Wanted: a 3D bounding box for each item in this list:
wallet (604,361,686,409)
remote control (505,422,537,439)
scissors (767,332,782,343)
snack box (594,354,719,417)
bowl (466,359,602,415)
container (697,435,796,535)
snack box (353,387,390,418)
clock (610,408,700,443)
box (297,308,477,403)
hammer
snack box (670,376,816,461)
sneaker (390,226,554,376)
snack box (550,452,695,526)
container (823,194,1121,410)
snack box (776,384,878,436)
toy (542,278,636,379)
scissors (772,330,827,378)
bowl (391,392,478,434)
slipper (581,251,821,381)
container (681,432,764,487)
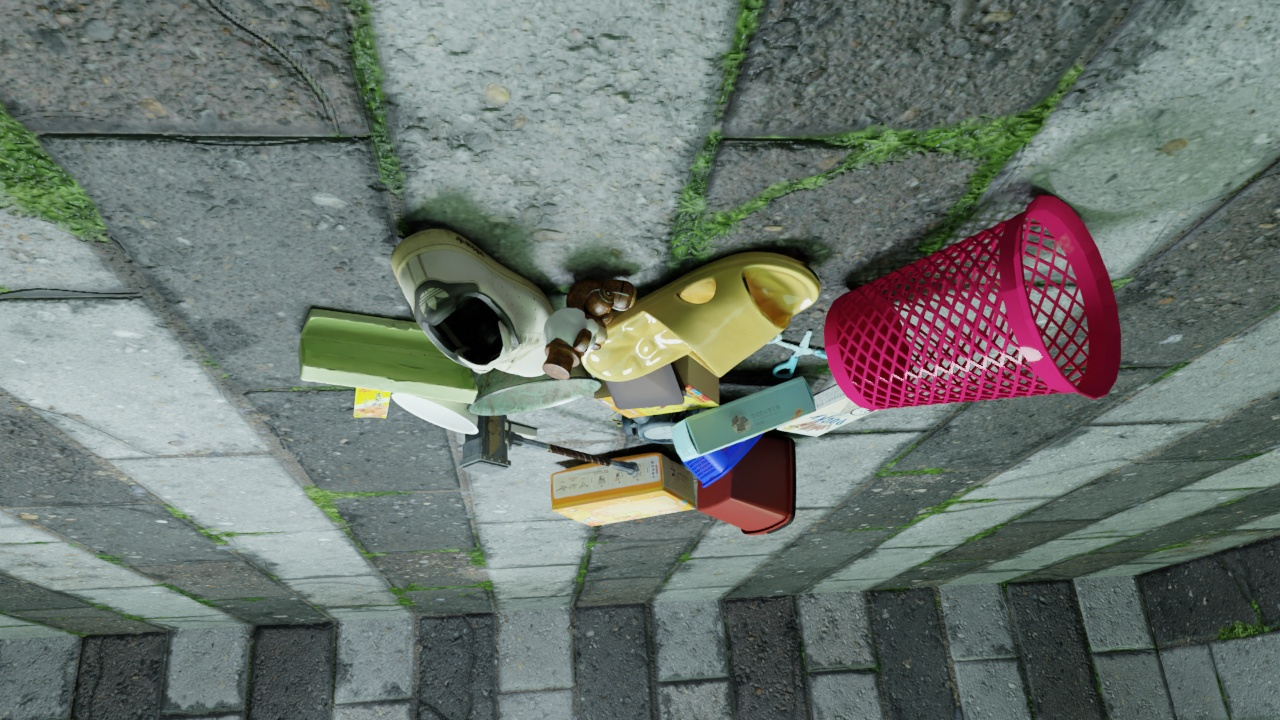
[{"bbox_3d":[-0.006,0.006,1.034,0.092,0.018,0.116,-6,129,23],"label":"wallet"},{"bbox_3d":[-0.198,0.097,1.282,0.038,0.018,0.125,-21,154,35],"label":"remote control"},{"bbox_3d":[0.089,-0.034,1.032,0.168,0.023,0.171,1,160,0],"label":"scissors"},{"bbox_3d":[0.020,0.032,1.119,0.126,0.040,0.088,-9,158,27],"label":"snack box"},{"bbox_3d":[-0.125,0.025,1.065,0.157,0.038,0.157,-12,168,-3],"label":"bowl"},{"bbox_3d":[0.192,0.195,1.421,0.200,0.147,0.127,20,150,-28],"label":"container"},{"bbox_3d":[-0.316,0.031,1.086,0.040,0.028,0.148,3,156,-18],"label":"snack box"},{"bbox_3d":[0.023,0.075,1.228,0.129,0.052,0.090,6,155,-14],"label":"clock"},{"bbox_3d":[-0.267,-0.004,0.986,0.187,0.089,0.078,7,-174,-27],"label":"box"},{"bbox_3d":[-0.109,0.123,1.255,0.044,0.098,0.321,-22,152,36],"label":"hammer"},{"bbox_3d":[0.130,0.075,1.167,0.174,0.053,0.075,-19,172,-17],"label":"snack box"},{"bbox_3d":[-0.135,-0.028,0.859,0.089,0.102,0.241,-33,147,9],"label":"sneaker"},{"bbox_3d":[-0.027,0.205,1.489,0.196,0.080,0.145,-13,156,20],"label":"snack box"},{"bbox_3d":[0.305,-0.033,0.884,0.183,0.183,0.226,15,158,-39],"label":"container"},{"bbox_3d":[0.268,0.069,1.288,0.081,0.026,0.150,10,152,-32],"label":"snack box"},{"bbox_3d":[-0.057,-0.032,0.888,0.067,0.112,0.087,31,149,-20],"label":"toy"},{"bbox_3d":[0.197,-0.004,1.126,0.136,0.015,0.126,20,147,-33],"label":"scissors"},{"bbox_3d":[-0.239,0.047,1.105,0.110,0.040,0.110,19,160,7],"label":"bowl"},{"bbox_3d":[0.053,-0.028,0.922,0.264,0.078,0.099,-22,134,27],"label":"slipper"},{"bbox_3d":[0.113,0.110,1.258,0.114,0.058,0.096,-43,178,-31],"label":"container"}]
